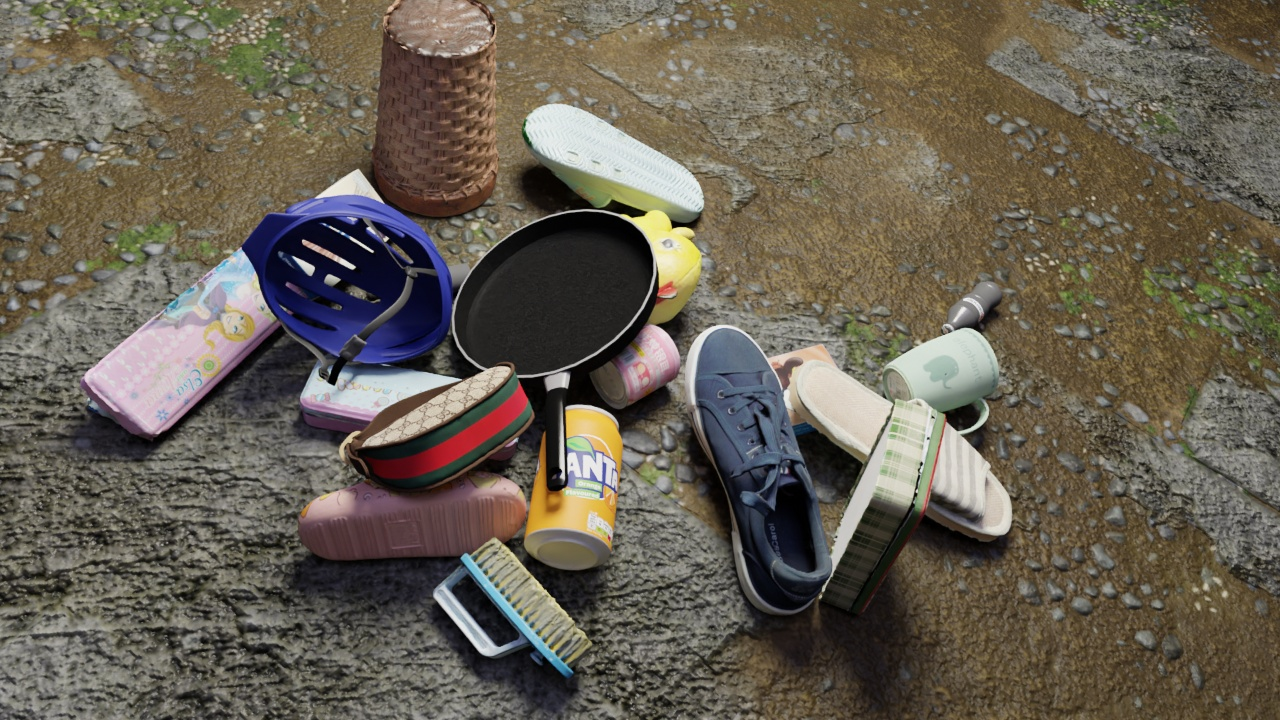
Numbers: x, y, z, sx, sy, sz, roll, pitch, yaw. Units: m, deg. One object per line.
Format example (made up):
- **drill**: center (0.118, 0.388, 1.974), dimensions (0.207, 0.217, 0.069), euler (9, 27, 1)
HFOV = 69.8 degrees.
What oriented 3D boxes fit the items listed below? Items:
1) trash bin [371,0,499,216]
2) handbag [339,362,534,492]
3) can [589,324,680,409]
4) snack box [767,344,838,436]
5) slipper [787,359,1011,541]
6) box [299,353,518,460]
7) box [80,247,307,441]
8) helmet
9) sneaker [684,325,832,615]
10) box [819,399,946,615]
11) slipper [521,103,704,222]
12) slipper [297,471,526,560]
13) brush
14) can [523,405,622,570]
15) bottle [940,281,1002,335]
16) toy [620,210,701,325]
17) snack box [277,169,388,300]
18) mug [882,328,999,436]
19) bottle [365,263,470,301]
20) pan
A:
- **trash bin**: center (-0.234, -0.291, 1.049), dimensions (0.151, 0.211, 0.151), euler (6, 53, -8)
- **handbag**: center (-0.183, 0.057, 0.815), dimensions (0.166, 0.063, 0.139), euler (-35, 25, -34)
- **can**: center (-0.006, 0.006, 0.967), dimensions (0.076, 0.067, 0.067), euler (-29, 64, -29)
- **snack box**: center (0.153, 0.040, 0.998), dimensions (0.151, 0.034, 0.087), euler (-14, 59, -21)
- **slipper**: center (0.274, 0.086, 0.949), dimensions (0.272, 0.054, 0.114), euler (35, 42, -1)
- **box**: center (-0.222, 0.045, 0.909), dimensions (0.214, 0.036, 0.076), euler (11, 52, -4)
- **box**: center (-0.438, -0.022, 0.910), dimensions (0.084, 0.077, 0.229), euler (51, 49, -21)
- **helmet**: center (-0.251, -0.052, 0.861), dimensions (0.148, 0.241, 0.227), euler (-47, 46, 10)
- **sneaker**: center (0.116, 0.084, 0.869), dimensions (0.120, 0.127, 0.294), euler (-5, 65, -18)
- **box**: center (0.216, 0.138, 0.831), dimensions (0.050, 0.206, 0.117), euler (17, 50, 10)
- **slipper**: center (-0.036, -0.230, 1.139), dimensions (0.245, 0.074, 0.103), euler (22, 49, -16)
- **slipper**: center (-0.203, 0.124, 0.824), dimensions (0.197, 0.093, 0.081), euler (-3, 44, -14)
- **brush**: center (-0.109, 0.224, 0.790), dimensions (0.075, 0.055, 0.136), euler (-43, 70, -11)
- **can**: center (-0.060, 0.119, 0.861), dimensions (0.079, 0.079, 0.142), euler (10, 52, -5)
- **bottle**: center (0.405, -0.061, 1.129), dimensions (0.109, 0.036, 0.036), euler (-35, 67, -32)
- **toy**: center (0.002, -0.112, 1.047), dimensions (0.134, 0.092, 0.207), euler (-9, 45, 4)
- **snack box**: center (-0.329, -0.138, 0.987), dimensions (0.082, 0.026, 0.149), euler (55, 39, -20)
- **mug**: center (0.336, 0.032, 1.019), dimensions (0.104, 0.084, 0.111), euler (-19, 74, -14)
- **bottle**: center (-0.242, -0.081, 1.003), dimensions (0.112, 0.030, 0.030), euler (-14, 58, -22)
- **pan**: center (-0.083, -0.017, 0.915), dimensions (0.225, 0.034, 0.355), euler (-15, 50, 11)
